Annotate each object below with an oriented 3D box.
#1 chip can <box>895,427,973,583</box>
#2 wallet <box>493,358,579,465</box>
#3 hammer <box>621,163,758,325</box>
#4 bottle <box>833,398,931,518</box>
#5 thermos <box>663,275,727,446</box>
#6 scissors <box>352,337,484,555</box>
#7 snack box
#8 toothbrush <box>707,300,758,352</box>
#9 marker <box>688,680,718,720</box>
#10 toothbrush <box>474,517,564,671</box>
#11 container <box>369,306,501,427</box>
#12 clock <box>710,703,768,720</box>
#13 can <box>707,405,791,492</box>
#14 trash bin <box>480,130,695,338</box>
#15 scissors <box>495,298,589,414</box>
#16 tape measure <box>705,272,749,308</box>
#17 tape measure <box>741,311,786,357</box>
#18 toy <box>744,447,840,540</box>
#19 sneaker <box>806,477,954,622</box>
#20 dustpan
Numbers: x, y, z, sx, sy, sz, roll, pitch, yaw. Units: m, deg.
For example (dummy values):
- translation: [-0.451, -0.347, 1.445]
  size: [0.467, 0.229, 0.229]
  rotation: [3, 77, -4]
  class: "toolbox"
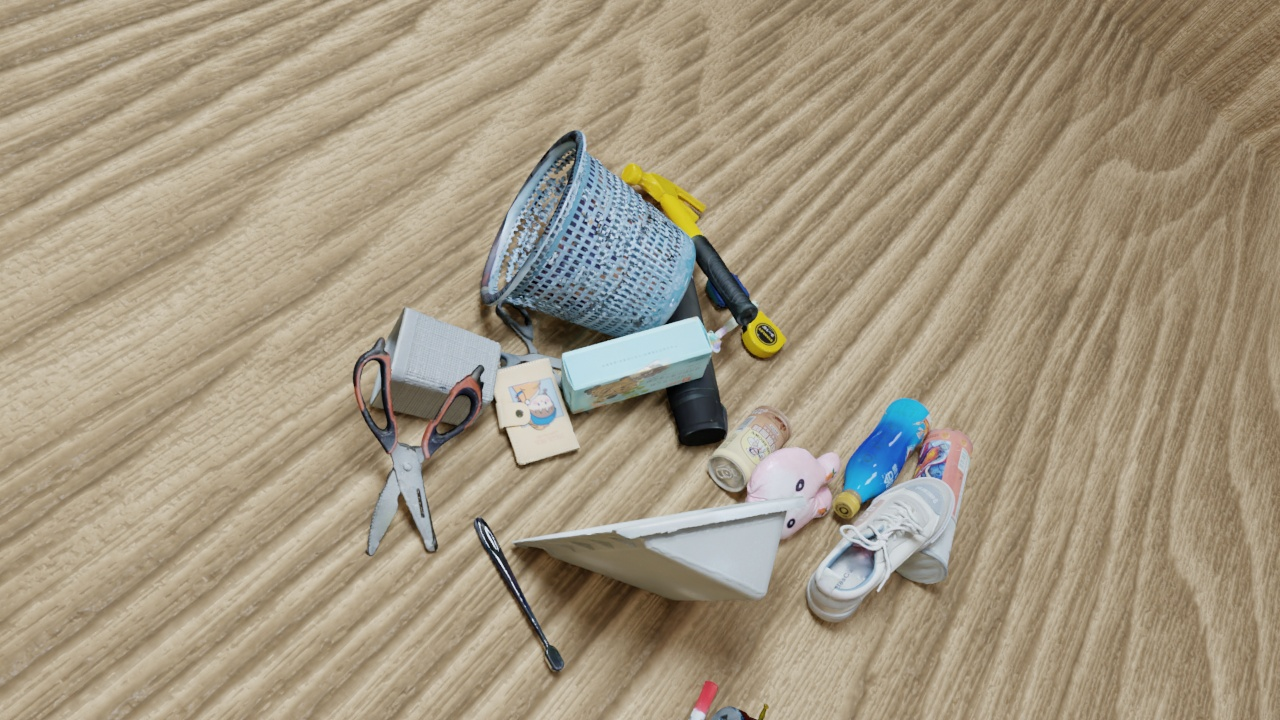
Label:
- translation: [0.394, 0.190, 1.230]
  size: [0.071, 0.071, 0.214]
  rotation: [35, 52, -6]
  class: "chip can"
- translation: [-0.126, 0.059, 1.056]
  size: [0.087, 0.024, 0.115]
  rotation: [-12, 78, -35]
  class: "wallet"
- translation: [0.077, -0.156, 1.226]
  size: [0.128, 0.033, 0.300]
  rotation: [15, 35, -40]
  class: "hammer"
- translation: [0.320, 0.132, 1.229]
  size: [0.065, 0.065, 0.218]
  rotation: [46, 52, 3]
  class: "bottle"
- translation: [0.061, -0.010, 1.182]
  size: [0.090, 0.069, 0.242]
  rotation: [21, 51, -51]
  class: "thermos"
- translation: [-0.233, 0.084, 0.927]
  size: [0.189, 0.015, 0.226]
  rotation: [44, 75, -20]
  class: "scissors"
- translation: [-0.006, 0.006, 1.078]
  size: [0.174, 0.074, 0.051]
  rotation: [-15, 67, -12]
  class: "snack box"
- translation: [0.126, -0.050, 1.225]
  size: [0.189, 0.020, 0.029]
  rotation: [-38, 107, -59]
  class: "toothbrush"
- translation: [0.047, 0.400, 0.955]
  size: [0.017, 0.017, 0.144]
  rotation: [37, 52, -4]
  class: "marker"
- translation: [-0.129, 0.242, 0.957]
  size: [0.015, 0.018, 0.181]
  rotation: [-23, 73, -30]
  class: "toothbrush"
- translation: [-0.220, 0.012, 0.998]
  size: [0.114, 0.090, 0.090]
  rotation: [19, 56, -21]
  class: "container"
- translation: [0.101, 0.414, 0.935]
  size: [0.055, 0.082, 0.121]
  rotation: [26, 51, -20]
  class: "clock"
- translation: [0.138, 0.109, 1.149]
  size: [0.058, 0.059, 0.116]
  rotation: [46, 51, 3]
  class: "can"
- translation: [-0.052, -0.125, 1.093]
  size: [0.195, 0.227, 0.226]
  rotation: [28, 52, -23]
  class: "trash bin"
- translation: [-0.126, -0.004, 1.107]
  size: [0.180, 0.014, 0.159]
  rotation: [-2, 66, -32]
  class: "scissors"
- translation: [0.118, -0.099, 1.283]
  size: [0.058, 0.025, 0.054]
  rotation: [-17, 70, -39]
  class: "tape measure"
- translation: [0.167, -0.031, 1.266]
  size: [0.060, 0.029, 0.057]
  rotation: [45, 50, 1]
  class: "tape measure"
- translation: [0.191, 0.160, 1.128]
  size: [0.159, 0.121, 0.054]
  rotation: [-6, 23, -39]
  class: "toy"
- translation: [0.292, 0.210, 1.110]
  size: [0.241, 0.091, 0.089]
  rotation: [-37, 57, -22]
  class: "sneaker"
- translation: [0.040, 0.167, 0.968]
  size: [0.257, 0.223, 0.142]
  rotation: [29, 64, -24]
  class: "dustpan"
